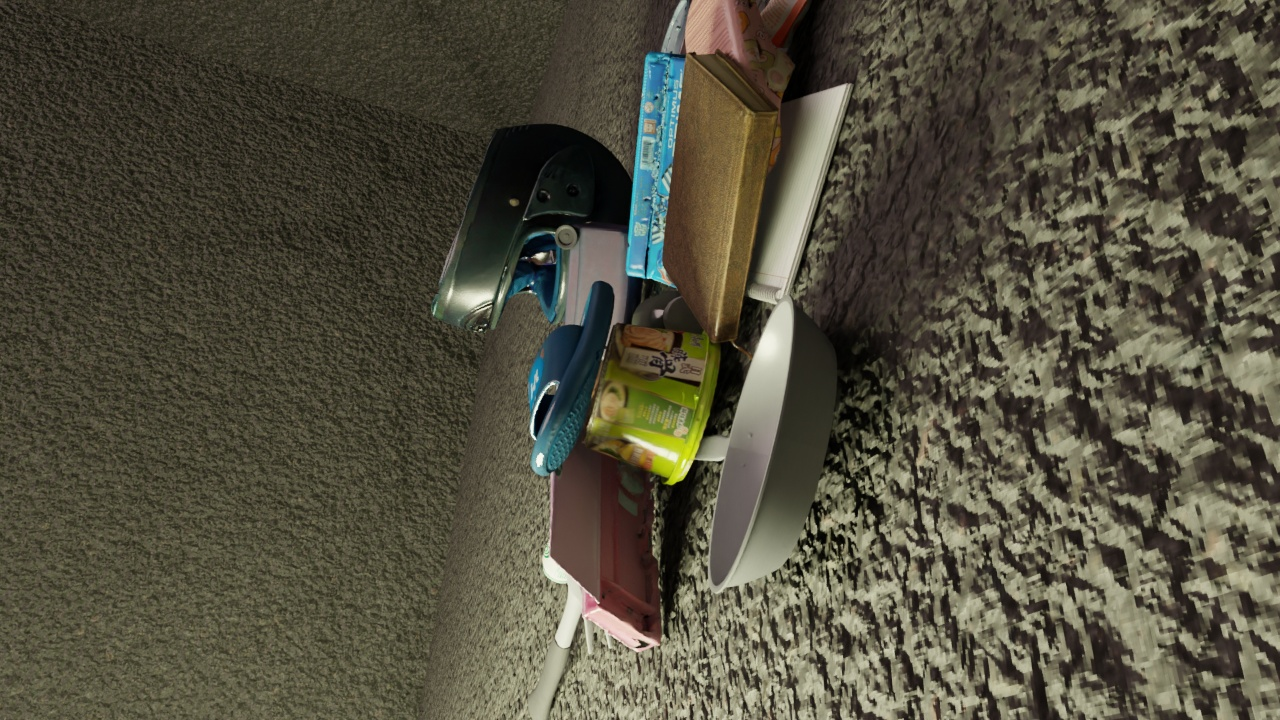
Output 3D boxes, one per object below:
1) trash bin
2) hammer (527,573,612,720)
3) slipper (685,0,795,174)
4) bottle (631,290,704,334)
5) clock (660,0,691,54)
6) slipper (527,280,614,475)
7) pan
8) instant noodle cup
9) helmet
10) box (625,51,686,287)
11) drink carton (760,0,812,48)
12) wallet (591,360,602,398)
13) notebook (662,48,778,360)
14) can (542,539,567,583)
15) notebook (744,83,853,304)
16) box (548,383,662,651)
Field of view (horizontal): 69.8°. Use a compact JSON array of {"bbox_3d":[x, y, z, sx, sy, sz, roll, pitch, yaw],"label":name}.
[{"bbox_3d":[-0.050,-0.085,1.120,0.093,0.092,0.161,-34,-49,-70],"label":"trash bin"},{"bbox_3d":[-0.093,0.342,1.074,0.125,0.029,0.312,59,144,38],"label":"hammer"},{"bbox_3d":[0.101,-0.255,0.818,0.093,0.081,0.197,141,119,-66],"label":"slipper"},{"bbox_3d":[0.031,-0.040,0.931,0.108,0.060,0.060,176,107,-75],"label":"bottle"},{"bbox_3d":[0.066,-0.366,1.089,0.158,0.058,0.117,-116,41,-67],"label":"clock"},{"bbox_3d":[-0.064,0.003,0.805,0.213,0.059,0.104,-76,5,-46],"label":"slipper"},{"bbox_3d":[0.077,0.066,0.687,0.357,0.051,0.200,108,176,-83],"label":"pan"},{"bbox_3d":[0.007,0.033,0.835,0.146,0.098,0.146,-167,93,-86],"label":"instant noodle cup"},{"bbox_3d":[-0.126,-0.166,1.262,0.250,0.236,0.315,128,160,-65],"label":"helmet"},{"bbox_3d":[0.025,-0.208,1.004,0.170,0.071,0.244,-121,34,-67],"label":"box"},{"bbox_3d":[0.151,-0.349,0.826,0.069,0.039,0.122,-93,28,-45],"label":"drink carton"},{"bbox_3d":[-0.046,-0.003,1.255,0.121,0.027,0.099,-114,42,-68],"label":"wallet"},{"bbox_3d":[0.069,-0.127,0.776,0.190,0.034,0.216,-116,26,-49],"label":"notebook"},{"bbox_3d":[-0.088,0.227,1.148,0.053,0.053,0.101,-101,29,-58],"label":"can"},{"bbox_3d":[0.109,-0.147,0.832,0.245,0.013,0.178,-144,70,-74],"label":"notebook"},{"bbox_3d":[-0.042,0.135,0.865,0.039,0.179,0.232,-25,38,20],"label":"box"}]
